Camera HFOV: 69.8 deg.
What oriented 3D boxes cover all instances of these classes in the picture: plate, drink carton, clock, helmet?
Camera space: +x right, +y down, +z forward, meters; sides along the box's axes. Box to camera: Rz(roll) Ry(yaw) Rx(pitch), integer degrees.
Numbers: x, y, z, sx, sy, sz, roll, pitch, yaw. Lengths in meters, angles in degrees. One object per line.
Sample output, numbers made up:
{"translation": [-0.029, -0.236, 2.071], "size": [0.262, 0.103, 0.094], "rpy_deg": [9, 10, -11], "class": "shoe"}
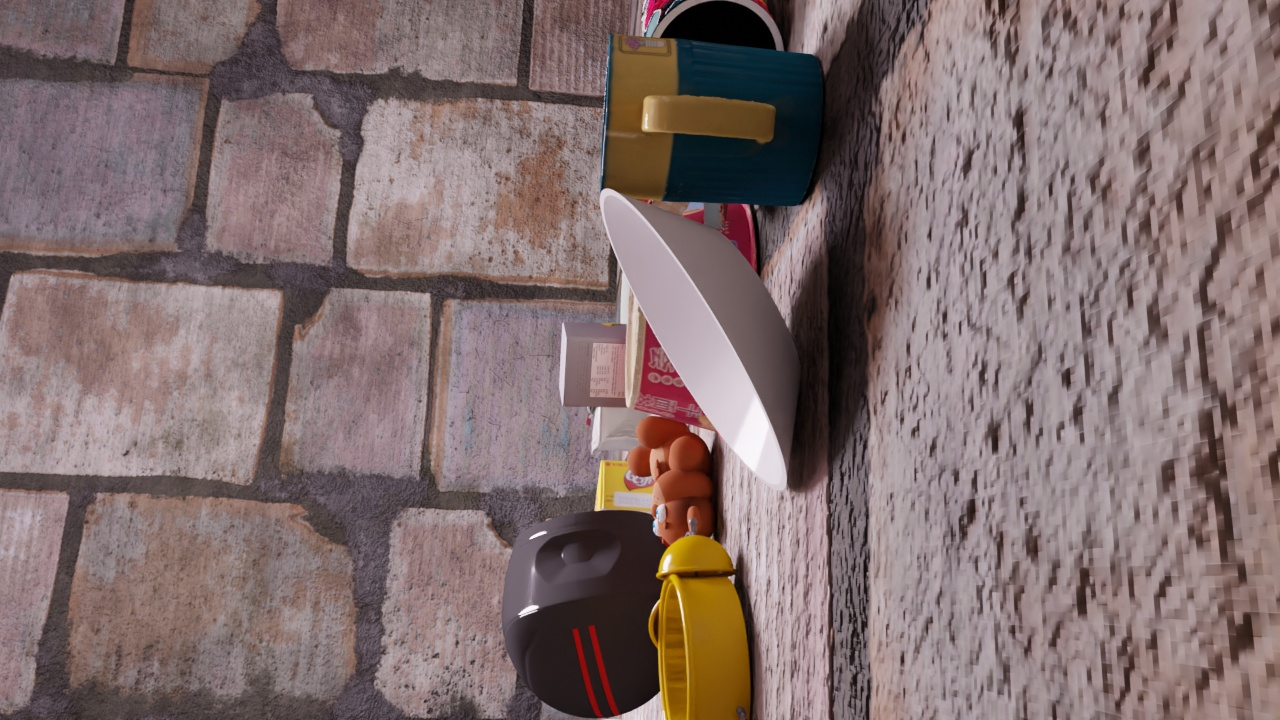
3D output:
{"translation": [0.040, -0.018, 0.467], "size": [0.174, 0.036, 0.174], "rpy_deg": [58, 173, 10], "class": "plate"}
{"translation": [-0.005, 0.005, 0.784], "size": [0.048, 0.125, 0.076], "rpy_deg": [-113, 26, -70], "class": "drink carton"}
{"translation": [0.038, 0.183, 0.591], "size": [0.151, 0.052, 0.114], "rpy_deg": [-99, 12, -50], "class": "clock"}
{"translation": [-0.039, 0.231, 0.826], "size": [0.265, 0.164, 0.169], "rpy_deg": [79, -179, -69], "class": "helmet"}

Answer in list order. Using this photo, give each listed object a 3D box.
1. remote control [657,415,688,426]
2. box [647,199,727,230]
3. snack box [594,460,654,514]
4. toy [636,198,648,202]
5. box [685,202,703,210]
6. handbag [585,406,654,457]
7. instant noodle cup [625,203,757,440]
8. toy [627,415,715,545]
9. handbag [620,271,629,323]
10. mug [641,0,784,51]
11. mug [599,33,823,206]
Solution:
{"translation": [0.030, 0.063, 0.967], "size": [0.143, 0.024, 0.049], "rpy_deg": [106, 167, -73], "class": "remote control"}
{"translation": [0.050, -0.132, 0.627], "size": [0.187, 0.062, 0.058], "rpy_deg": [-71, 3, -61], "class": "box"}
{"translation": [-0.007, 0.161, 0.998], "size": [0.106, 0.083, 0.061], "rpy_deg": [100, 172, -54], "class": "snack box"}
{"translation": [0.018, -0.237, 1.027], "size": [0.133, 0.088, 0.094], "rpy_deg": [106, 178, -68], "class": "toy"}
{"translation": [0.050, -0.145, 0.819], "size": [0.074, 0.078, 0.208], "rpy_deg": [20, -115, -48], "class": "box"}
{"translation": [-0.024, 0.061, 1.245], "size": [0.199, 0.096, 0.142], "rpy_deg": [104, 170, -78], "class": "handbag"}
{"translation": [0.030, -0.032, 0.663], "size": [0.178, 0.077, 0.178], "rpy_deg": [-179, 93, -86], "class": "instant noodle cup"}
{"translation": [0.027, 0.108, 0.712], "size": [0.095, 0.065, 0.127], "rpy_deg": [94, 172, -48], "class": "toy"}
{"translation": [0.012, -0.036, 0.992], "size": [0.106, 0.067, 0.121], "rpy_deg": [84, -175, -53], "class": "handbag"}
{"translation": [0.049, -0.189, 0.588], "size": [0.098, 0.082, 0.118], "rpy_deg": [-92, -21, -54], "class": "mug"}
{"translation": [0.034, -0.118, 0.462], "size": [0.113, 0.107, 0.083], "rpy_deg": [-103, 18, -78], "class": "mug"}
